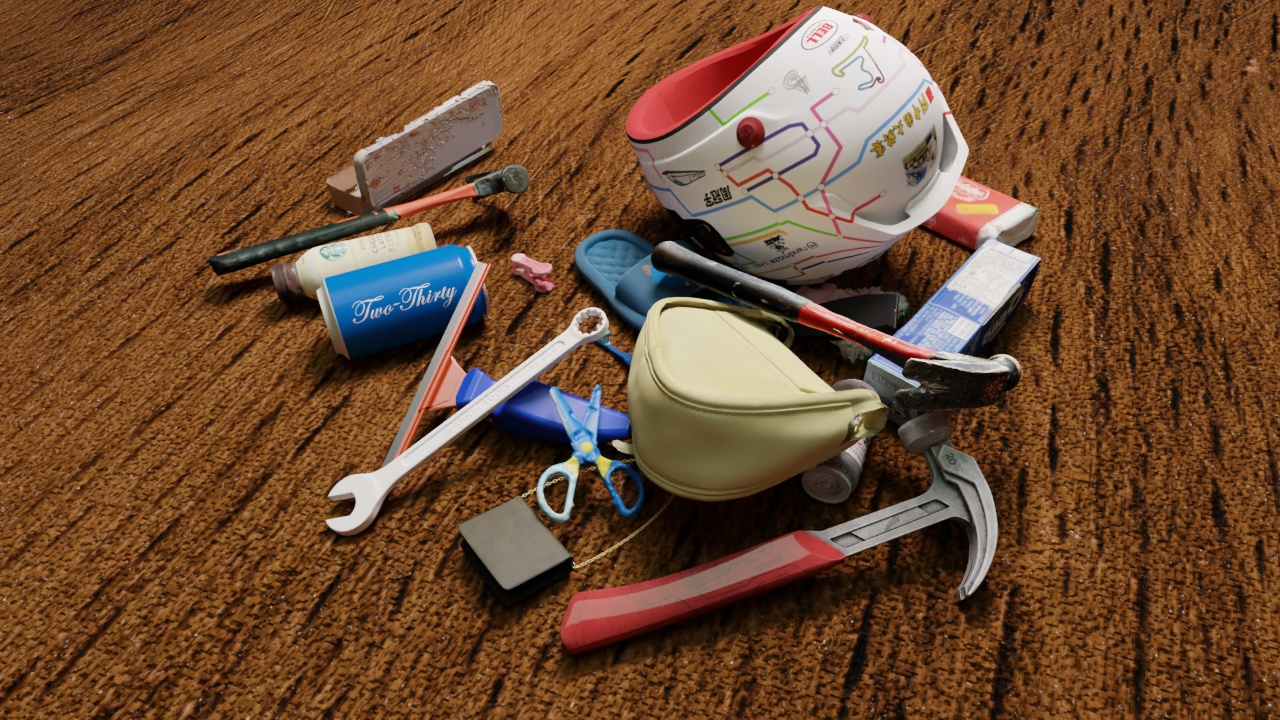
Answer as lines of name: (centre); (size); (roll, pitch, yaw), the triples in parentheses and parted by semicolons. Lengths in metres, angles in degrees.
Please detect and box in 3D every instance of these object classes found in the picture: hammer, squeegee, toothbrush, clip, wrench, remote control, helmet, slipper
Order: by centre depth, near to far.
hammer: (0.096, 0.142, 0.637); (0.315, 0.036, 0.126); (-18, 68, -7)
wrench: (-0.136, 0.044, 0.735); (0.273, 0.009, 0.047); (-38, 55, -9)
hammer: (0.130, -0.038, 0.745); (0.326, 0.036, 0.140); (27, 23, 37)
squeegee: (-0.094, 0.039, 0.768); (0.185, 0.055, 0.248); (11, 61, 15)
remote control: (0.169, -0.036, 0.817); (0.125, 0.010, 0.039); (-8, 63, 41)
toothbrush: (-0.005, 0.005, 0.829); (0.021, 0.016, 0.132); (-18, 42, -31)
helmet: (0.145, -0.190, 0.880); (0.230, 0.236, 0.315); (-46, 23, -21)
slipper: (0.012, -0.080, 0.894); (0.103, 0.059, 0.214); (-33, 48, -27)
clip: (-0.112, -0.095, 0.938); (0.058, 0.037, 0.022); (27, 53, 35)
hammer: (-0.288, -0.150, 0.977); (0.332, 0.033, 0.133); (-20, 16, -15)

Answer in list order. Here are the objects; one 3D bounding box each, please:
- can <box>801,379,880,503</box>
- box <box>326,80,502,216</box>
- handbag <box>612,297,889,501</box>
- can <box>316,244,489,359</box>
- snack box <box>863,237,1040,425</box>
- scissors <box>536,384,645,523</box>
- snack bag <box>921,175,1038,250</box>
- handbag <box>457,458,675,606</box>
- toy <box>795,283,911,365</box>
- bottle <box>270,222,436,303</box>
can: (0.160, 0.062, 0.731); (0.044, 0.044, 0.106); (13, 44, 18)
box: (-0.268, -0.257, 1.091); (0.105, 0.096, 0.215); (22, 48, 33)
handbag: (0.071, 0.023, 0.719); (0.190, 0.089, 0.232); (2, 22, -16)
can: (-0.223, -0.057, 0.868); (0.146, 0.079, 0.079); (-18, 43, -15)
snack box: (0.278, -0.028, 0.815); (0.059, 0.059, 0.225); (30, 53, 29)
scissors: (-0.052, 0.072, 0.711); (0.104, 0.019, 0.131); (-17, 62, -25)
snack bag: (0.349, -0.156, 0.971); (0.076, 0.036, 0.116); (-30, 48, -26)
handbag: (-0.044, 0.119, 0.704); (0.177, 0.027, 0.084); (-24, 46, -29)
toy: (0.186, -0.046, 0.859); (0.109, 0.041, 0.095); (20, 48, 33)
bottle: (-0.288, -0.096, 0.934); (0.162, 0.057, 0.056); (-16, 43, -13)
